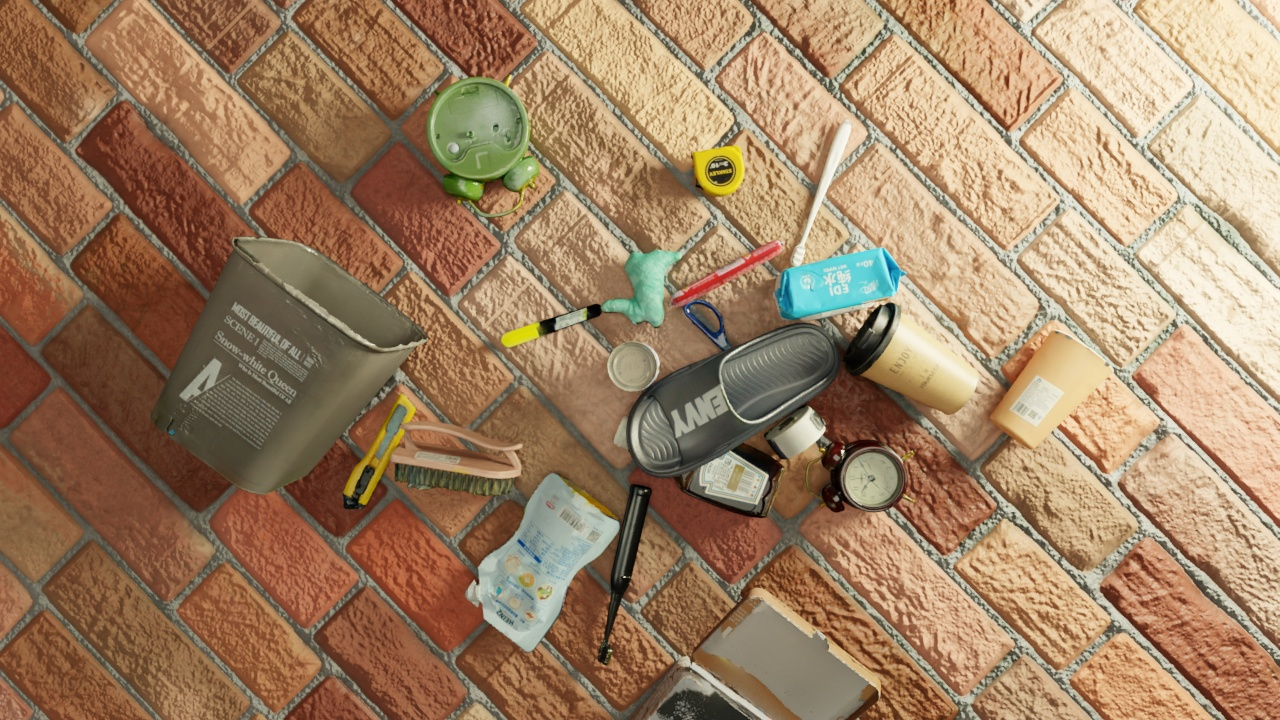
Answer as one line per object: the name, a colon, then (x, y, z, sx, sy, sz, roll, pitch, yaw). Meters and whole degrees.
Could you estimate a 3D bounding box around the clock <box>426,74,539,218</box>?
clock: (-0.179, -0.245, 1.058, 0.116, 0.056, 0.161, -12, 90, 2)

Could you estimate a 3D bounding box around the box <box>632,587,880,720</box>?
box: (0.118, 0.394, 1.024, 0.178, 0.106, 0.272, 37, 103, 1)

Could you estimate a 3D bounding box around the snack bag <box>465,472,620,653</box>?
snack bag: (-0.116, 0.234, 1.068, 0.110, 0.039, 0.191, 36, 93, -4)

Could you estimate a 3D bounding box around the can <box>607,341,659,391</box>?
can: (-0.006, 0.006, 1.014, 0.053, 0.134, 0.053, 0, 90, 2)

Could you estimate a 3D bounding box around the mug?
mug: (0.456, 0.036, 1.031, 0.078, 0.078, 0.123, 39, 95, 1)

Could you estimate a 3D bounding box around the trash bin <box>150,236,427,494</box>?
trash bin: (-0.389, 0.007, 1.005, 0.199, 0.198, 0.220, 37, 97, 1)

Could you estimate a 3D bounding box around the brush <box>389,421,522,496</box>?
brush: (-0.209, 0.113, 1.057, 0.145, 0.063, 0.073, 9, 101, 1)

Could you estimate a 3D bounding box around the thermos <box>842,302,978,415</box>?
thermos: (0.301, 0.001, 1.030, 0.143, 0.093, 0.093, 31, 91, -6)

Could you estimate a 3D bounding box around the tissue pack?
tissue pack: (0.218, -0.082, 1.028, 0.140, 0.090, 0.063, -12, 90, 2)

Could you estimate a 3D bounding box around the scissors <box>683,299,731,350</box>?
scissors: (0.099, 0.003, 1.072, 0.162, 0.012, 0.176, -35, 90, 0)

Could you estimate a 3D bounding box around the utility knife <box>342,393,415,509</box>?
utility knife: (-0.310, 0.109, 1.083, 0.033, 0.015, 0.154, 28, 91, -1)

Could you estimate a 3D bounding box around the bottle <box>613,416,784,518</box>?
bottle: (0.064, 0.116, 1.058, 0.195, 0.044, 0.080, 22, 84, 3)

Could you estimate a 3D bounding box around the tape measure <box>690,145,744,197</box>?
tape measure: (0.091, -0.218, 1.063, 0.060, 0.029, 0.057, -10, 89, 2)

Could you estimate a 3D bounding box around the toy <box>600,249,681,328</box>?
toy: (0.001, -0.082, 1.066, 0.096, 0.030, 0.092, -2, 88, 4)

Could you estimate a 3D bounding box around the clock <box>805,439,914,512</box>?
clock: (0.248, 0.133, 1.045, 0.122, 0.055, 0.082, 0, 90, 4)

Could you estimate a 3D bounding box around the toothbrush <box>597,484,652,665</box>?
toothbrush: (-0.022, 0.250, 1.069, 0.026, 0.027, 0.212, 12, 91, -37)

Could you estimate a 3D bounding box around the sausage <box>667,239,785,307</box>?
sausage: (0.099, -0.101, 1.064, 0.156, 0.020, 0.020, -28, 89, -2)

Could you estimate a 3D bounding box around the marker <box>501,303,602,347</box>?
marker: (-0.104, -0.041, 1.078, 0.124, 0.015, 0.018, -19, 90, -1)

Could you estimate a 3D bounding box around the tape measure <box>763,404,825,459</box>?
tape measure: (0.176, 0.082, 1.042, 0.066, 0.066, 0.033, -38, 93, 2)

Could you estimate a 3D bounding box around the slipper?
slipper: (0.103, 0.031, 1.014, 0.268, 0.083, 0.110, -28, 76, -6)

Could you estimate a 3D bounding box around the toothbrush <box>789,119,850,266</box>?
toothbrush: (0.210, -0.195, 1.065, 0.016, 0.016, 0.180, 20, 91, -1)
